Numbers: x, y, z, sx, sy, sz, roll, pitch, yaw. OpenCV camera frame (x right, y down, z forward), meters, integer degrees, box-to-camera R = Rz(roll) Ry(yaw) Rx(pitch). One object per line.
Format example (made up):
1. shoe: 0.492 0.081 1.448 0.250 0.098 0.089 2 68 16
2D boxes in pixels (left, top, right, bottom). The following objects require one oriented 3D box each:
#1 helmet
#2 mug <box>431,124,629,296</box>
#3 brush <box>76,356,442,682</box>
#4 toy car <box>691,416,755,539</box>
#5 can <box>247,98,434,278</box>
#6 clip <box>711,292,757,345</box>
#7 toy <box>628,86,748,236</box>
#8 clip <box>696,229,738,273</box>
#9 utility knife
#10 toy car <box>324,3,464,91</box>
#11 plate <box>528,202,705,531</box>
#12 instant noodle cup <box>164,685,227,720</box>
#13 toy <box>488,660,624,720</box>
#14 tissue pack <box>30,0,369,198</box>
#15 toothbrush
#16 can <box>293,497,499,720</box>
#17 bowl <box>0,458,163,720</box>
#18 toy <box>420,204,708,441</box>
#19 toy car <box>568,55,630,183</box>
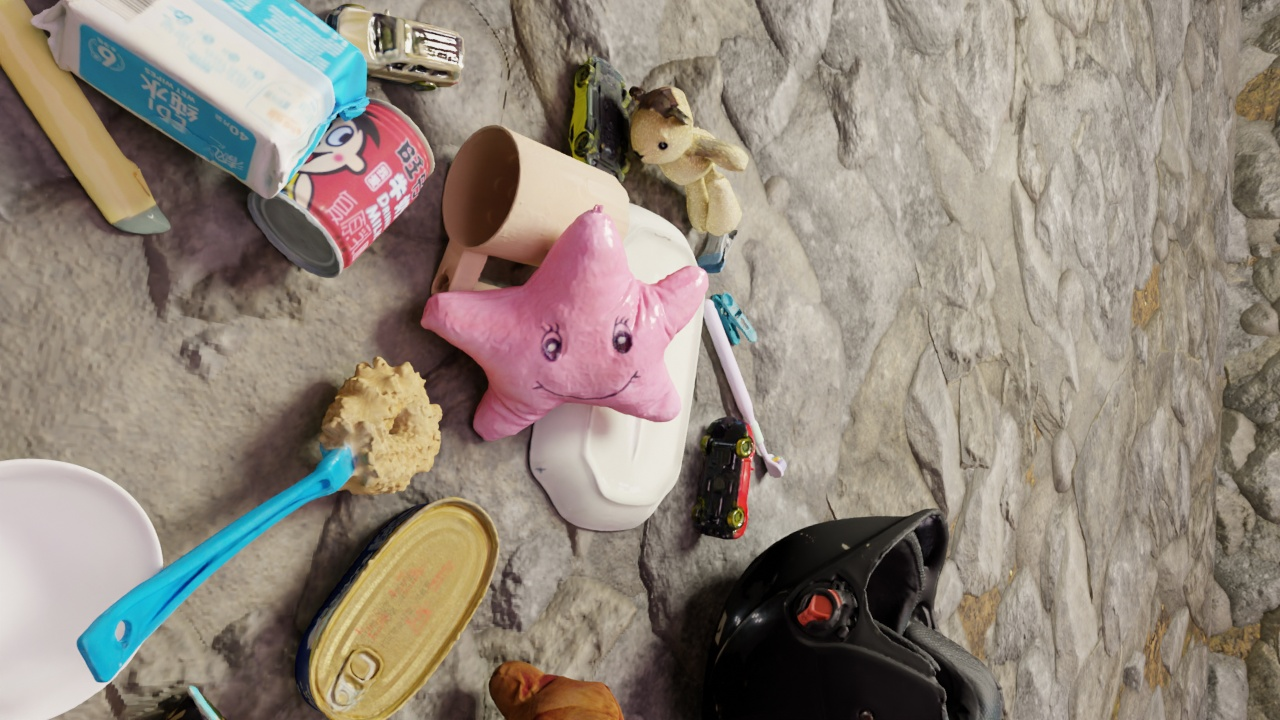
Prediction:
1. helmet: 0.173 0.251 0.774 0.233 0.231 0.274 30 70 -56
2. mug: -0.078 -0.087 0.637 0.103 0.084 0.125 11 106 -46
3. brush: -0.190 0.076 0.497 0.253 0.046 0.083 -47 134 -54
4. toy car: 0.076 0.102 0.803 0.031 0.049 0.106 12 81 -45
5. can: -0.173 -0.103 0.541 0.066 0.067 0.093 54 55 -30
6. clip: 0.083 -0.038 0.830 0.014 0.040 0.056 -47 114 -35
7. toy: 0.037 -0.156 0.738 0.066 0.105 0.157 -51 144 -8
8. clip: 0.069 -0.102 0.813 0.033 0.025 0.057 53 51 -37
9. utility knife: -0.299 -0.153 0.450 0.030 0.021 0.207 -45 127 -41
10. toy car: -0.155 -0.200 0.583 0.090 0.035 0.042 -3 91 -43
11. plate: -0.004 0.004 0.733 0.161 0.034 0.265 18 77 -43
12. instant noodle cup: -0.241 0.246 0.455 0.120 0.111 0.111 -39 117 -30
13. toy: -0.057 0.312 0.626 0.140 0.130 0.200 -90 166 -59
14. tissue pack: -0.219 -0.155 0.474 0.140 0.063 0.089 34 53 -15
15. toothbrush: 0.094 0.027 0.842 0.021 0.029 0.189 -26 112 -2
16. can: -0.150 0.151 0.567 0.074 0.049 0.147 44 59 -18
17. bowl: -0.294 0.102 0.424 0.118 0.065 0.118 -1 91 -44
18. toy: -0.049 -0.023 0.618 0.194 0.074 0.179 -3 122 -17
19. toy car: -0.033 -0.183 0.706 0.048 0.032 0.105 20 64 -46
